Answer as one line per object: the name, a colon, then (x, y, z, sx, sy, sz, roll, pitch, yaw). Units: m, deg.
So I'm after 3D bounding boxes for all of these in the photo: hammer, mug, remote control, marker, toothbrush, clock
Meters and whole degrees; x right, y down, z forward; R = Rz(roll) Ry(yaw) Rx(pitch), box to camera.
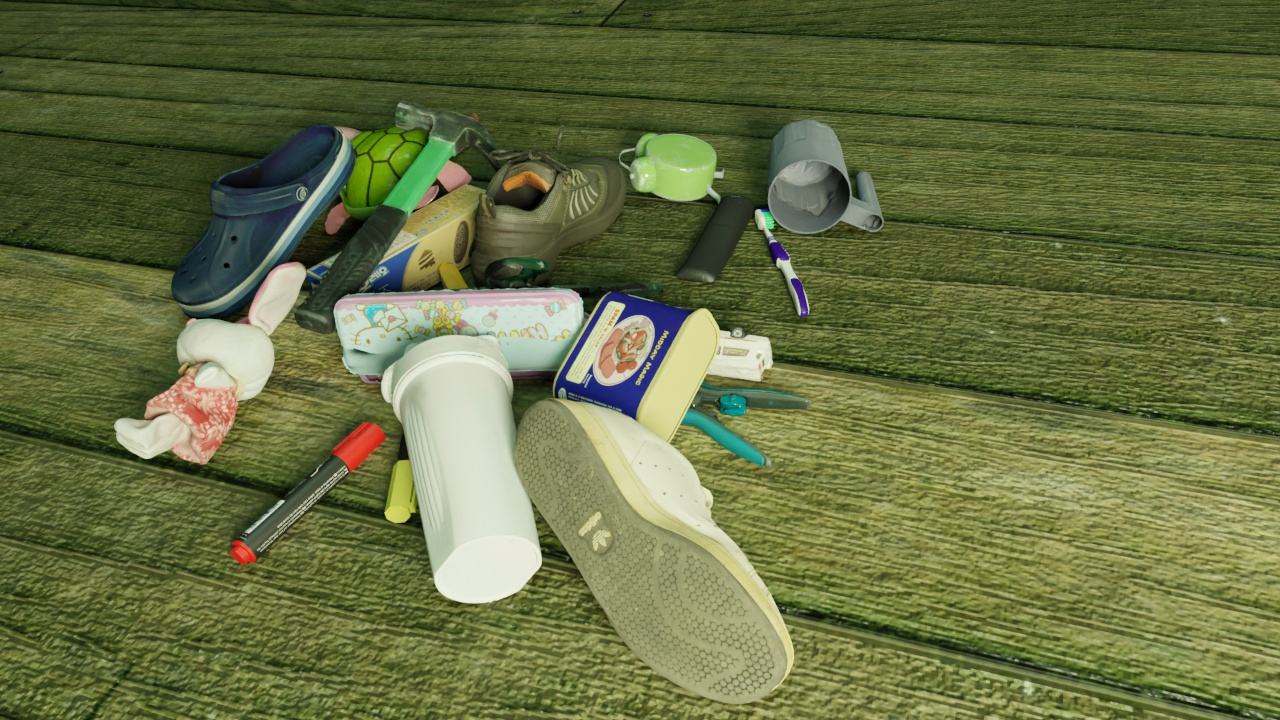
hammer: (-0.239, -0.144, 0.894, 0.130, 0.032, 0.317, 18, 50, 5)
mug: (0.193, -0.188, 0.964, 0.124, 0.084, 0.103, 18, 38, -8)
remote control: (0.079, -0.126, 0.940, 0.041, 0.020, 0.151, 10, 43, 20)
marker: (-0.255, 0.100, 0.709, 0.023, 0.021, 0.144, 23, 47, 21)
toothbrush: (0.140, -0.101, 0.905, 0.016, 0.015, 0.186, -5, 40, -6)
marker: (-0.184, 0.077, 0.730, 0.021, 0.017, 0.123, -6, 38, -1)
clock: (0.036, -0.217, 1.022, 0.119, 0.043, 0.094, 9, 40, 0)

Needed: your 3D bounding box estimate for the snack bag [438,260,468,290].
snack bag: (-0.177, -0.064, 0.893, 0.020, 0.026, 0.099, -19, 42, -16)

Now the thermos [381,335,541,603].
thermos: (-0.132, 0.067, 0.678, 0.099, 0.099, 0.220, -14, 43, -9)

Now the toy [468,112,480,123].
toy: (-0.249, -0.275, 1.146, 0.055, 0.042, 0.101, 28, 55, 5)

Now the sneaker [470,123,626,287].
sneaker: (-0.101, -0.182, 0.932, 0.101, 0.143, 0.237, 14, 42, 23)

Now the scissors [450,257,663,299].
scissors: (-0.069, -0.068, 0.804, 0.201, 0.015, 0.202, -4, -4, -9)

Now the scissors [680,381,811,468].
scissors: (0.065, 0.044, 0.738, 0.156, 0.019, 0.124, -7, 38, 2)

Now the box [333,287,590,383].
box: (-0.152, -0.034, 0.801, 0.214, 0.093, 0.089, -2, 40, 5)

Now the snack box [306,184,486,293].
snack box: (-0.230, -0.106, 0.929, 0.056, 0.057, 0.206, 24, 49, 36)

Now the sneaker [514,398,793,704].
sneaker: (0.016, 0.118, 0.615, 0.241, 0.089, 0.102, 47, 23, 26)

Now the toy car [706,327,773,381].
toy car: (0.055, -0.007, 0.788, 0.113, 0.039, 0.039, 6, 62, 16)

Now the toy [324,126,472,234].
toy: (-0.291, -0.218, 1.041, 0.238, 0.088, 0.189, 23, 65, 35)

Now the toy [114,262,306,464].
toy: (-0.363, 0.009, 0.781, 0.160, 0.084, 0.193, -28, 28, 42)

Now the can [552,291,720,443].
can: (-0.004, 0.004, 0.739, 0.092, 0.056, 0.116, 17, 68, 33)

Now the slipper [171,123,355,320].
slipper: (-0.398, -0.157, 0.941, 0.105, 0.095, 0.252, 20, 66, 29)
